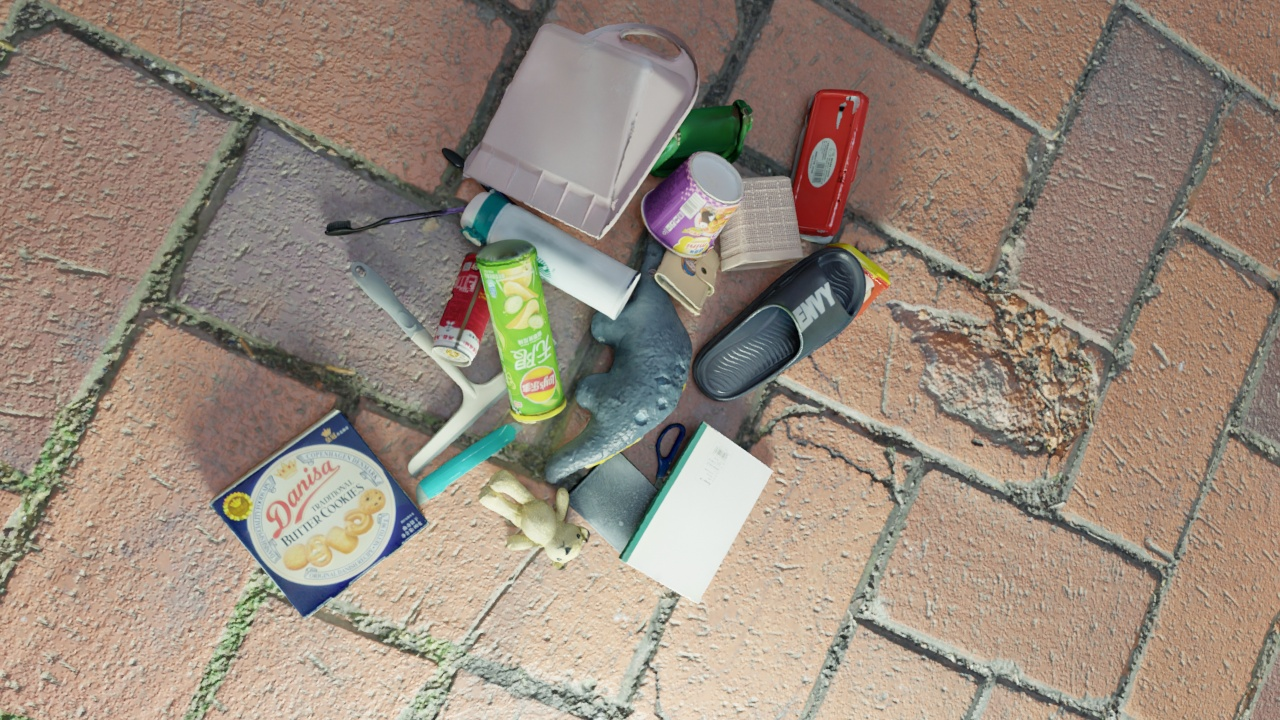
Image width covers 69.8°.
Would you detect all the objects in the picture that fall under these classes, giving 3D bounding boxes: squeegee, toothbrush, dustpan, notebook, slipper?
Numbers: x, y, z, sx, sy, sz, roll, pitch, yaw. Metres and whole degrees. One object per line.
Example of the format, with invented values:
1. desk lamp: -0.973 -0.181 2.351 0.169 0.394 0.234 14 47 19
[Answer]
1. squeegee: -0.267 -0.027 1.125 0.246 0.039 0.246 -42 101 -11
2. toothbrush: -0.175 -0.204 1.161 0.189 0.016 0.014 38 72 -16
3. dustpan: -0.052 -0.294 1.123 0.222 0.138 0.274 31 103 23
4. toothbrush: -0.292 -0.176 1.129 0.188 0.014 0.016 -13 70 -16
5. notebook: 0.078 0.203 1.217 0.150 0.012 0.209 36 82 -31
6. slipper: 0.186 -0.036 1.193 0.268 0.083 0.110 -39 100 7

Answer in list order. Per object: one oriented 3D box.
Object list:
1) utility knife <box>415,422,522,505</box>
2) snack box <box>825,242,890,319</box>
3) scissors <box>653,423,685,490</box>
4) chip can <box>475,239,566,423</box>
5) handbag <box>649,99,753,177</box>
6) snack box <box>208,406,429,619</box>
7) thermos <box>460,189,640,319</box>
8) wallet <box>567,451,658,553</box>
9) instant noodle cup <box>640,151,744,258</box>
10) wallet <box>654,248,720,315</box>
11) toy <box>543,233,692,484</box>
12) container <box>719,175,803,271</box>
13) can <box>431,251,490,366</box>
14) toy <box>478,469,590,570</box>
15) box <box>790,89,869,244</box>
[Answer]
1. utility knife: -0.217 0.127 1.157 0.161 0.013 0.029 -34 102 -15
2. snack box: 0.280 -0.107 1.253 0.091 0.082 0.080 36 92 -11
3. scissors: 0.020 0.159 1.223 0.173 0.012 0.128 -30 101 -11
4. chip can: -0.142 -0.036 1.104 0.072 0.072 0.221 -16 118 -14
5. handbag: 0.071 -0.284 1.169 0.131 0.120 0.068 -11 89 -13
6. snack box: -0.381 0.181 1.097 0.177 0.046 0.182 -38 101 -12
7. thermos: -0.114 -0.131 1.126 0.224 0.073 0.073 29 84 2
8. wallet: -0.026 0.187 1.201 0.121 0.019 0.097 45 85 -6
9. instant noodle cup: 0.072 -0.203 1.160 0.111 0.099 0.111 18 51 -24
10. wallet: 0.066 -0.120 1.192 0.087 0.024 0.114 43 44 -22
11. toy: -0.007 0.007 1.179 0.138 0.091 0.356 19 85 13
12. container: 0.154 -0.180 1.212 0.089 0.090 0.111 -7 90 -15
13. can: -0.208 -0.062 1.110 0.053 0.053 0.132 22 66 -15
14. toy: -0.134 0.198 1.153 0.157 0.066 0.105 42 86 -19
15. box: 0.256 -0.263 1.259 0.094 0.091 0.201 12 88 28
